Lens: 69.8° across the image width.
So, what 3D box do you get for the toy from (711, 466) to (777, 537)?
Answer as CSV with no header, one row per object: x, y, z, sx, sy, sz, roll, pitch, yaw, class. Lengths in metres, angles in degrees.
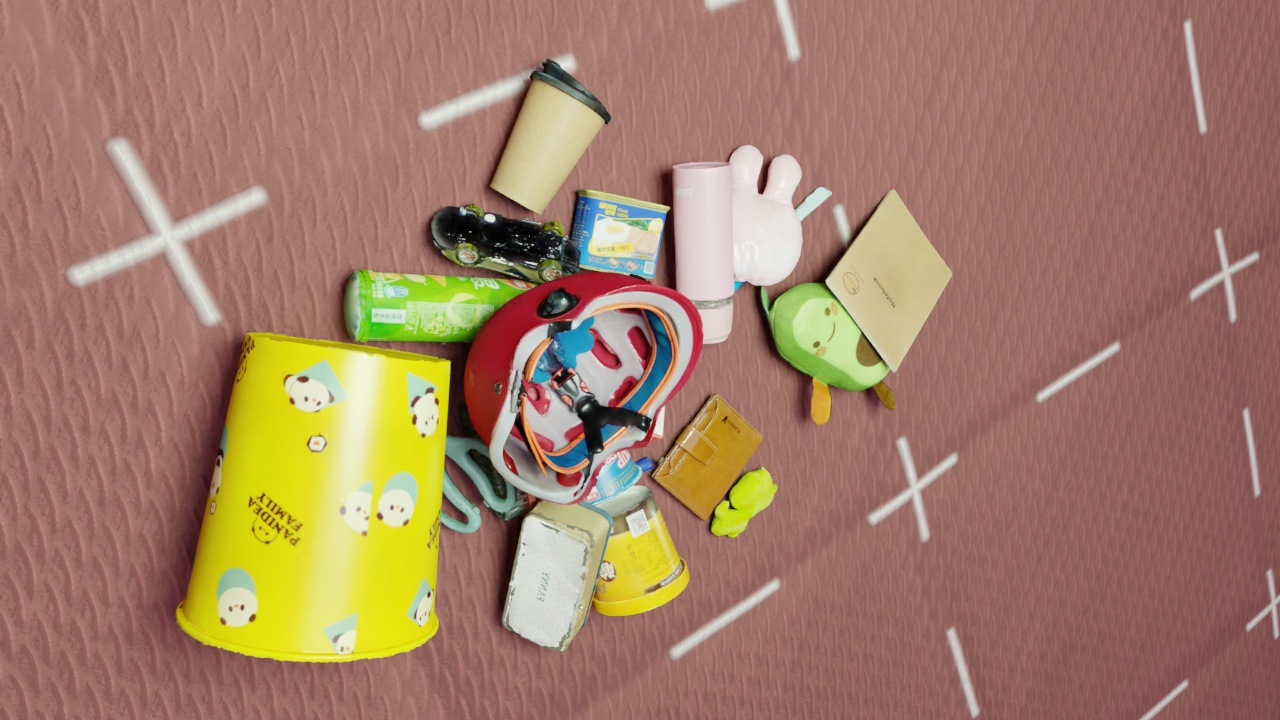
0.132,0.180,1.161,0.096,0.031,0.100,17,101,-46,toy

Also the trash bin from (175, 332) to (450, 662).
-0.284,0.113,0.846,0.229,0.230,0.255,9,90,-28,trash bin

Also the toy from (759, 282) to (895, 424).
0.252,-0.029,1.150,0.246,0.090,0.227,15,84,-32,toy

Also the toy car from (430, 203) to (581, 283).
-0.138,-0.118,0.946,0.158,0.042,0.070,13,50,-14,toy car

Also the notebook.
0.319,-0.105,1.156,0.148,0.008,0.207,50,54,-14,notebook

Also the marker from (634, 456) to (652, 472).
-0.051,0.150,1.076,0.145,0.017,0.017,-24,110,-20,marker

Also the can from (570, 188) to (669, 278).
-0.026,-0.138,1.009,0.102,0.057,0.083,7,99,-28,can

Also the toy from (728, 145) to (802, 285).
0.137,-0.168,1.077,0.121,0.054,0.159,14,87,-6,toy

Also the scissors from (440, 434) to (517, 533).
-0.195,0.096,0.958,0.144,0.019,0.180,-21,101,24,scissors

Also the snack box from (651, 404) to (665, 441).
-0.006,0.006,1.023,0.077,0.027,0.155,21,63,-33,snack box

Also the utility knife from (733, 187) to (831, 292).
0.157,-0.144,1.119,0.217,0.018,0.034,-42,102,-13,utility knife

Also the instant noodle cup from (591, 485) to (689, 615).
-0.015,0.214,1.055,0.118,0.119,0.114,-21,101,-22,instant noodle cup

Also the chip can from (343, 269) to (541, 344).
-0.187,-0.052,0.937,0.221,0.073,0.072,1,100,-27,chip can

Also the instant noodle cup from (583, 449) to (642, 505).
-0.064,0.095,1.020,0.099,0.099,0.110,-29,104,-19,instant noodle cup

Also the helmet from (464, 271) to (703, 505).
-0.069,0.003,0.895,0.240,0.144,0.207,-42,138,-9,helmet

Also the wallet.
0.079,0.115,1.127,0.119,0.035,0.130,43,81,-33,wallet

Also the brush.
-0.140,0.105,0.998,0.069,0.063,0.146,-26,112,-31,brush

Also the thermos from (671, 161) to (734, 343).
0.065,-0.121,1.031,0.067,0.087,0.199,-20,116,-38,thermos

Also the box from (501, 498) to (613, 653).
-0.091,0.225,0.997,0.090,0.060,0.185,23,117,12,box

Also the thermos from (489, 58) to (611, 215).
-0.096,-0.227,0.943,0.093,0.093,0.143,27,96,-28,thermos
